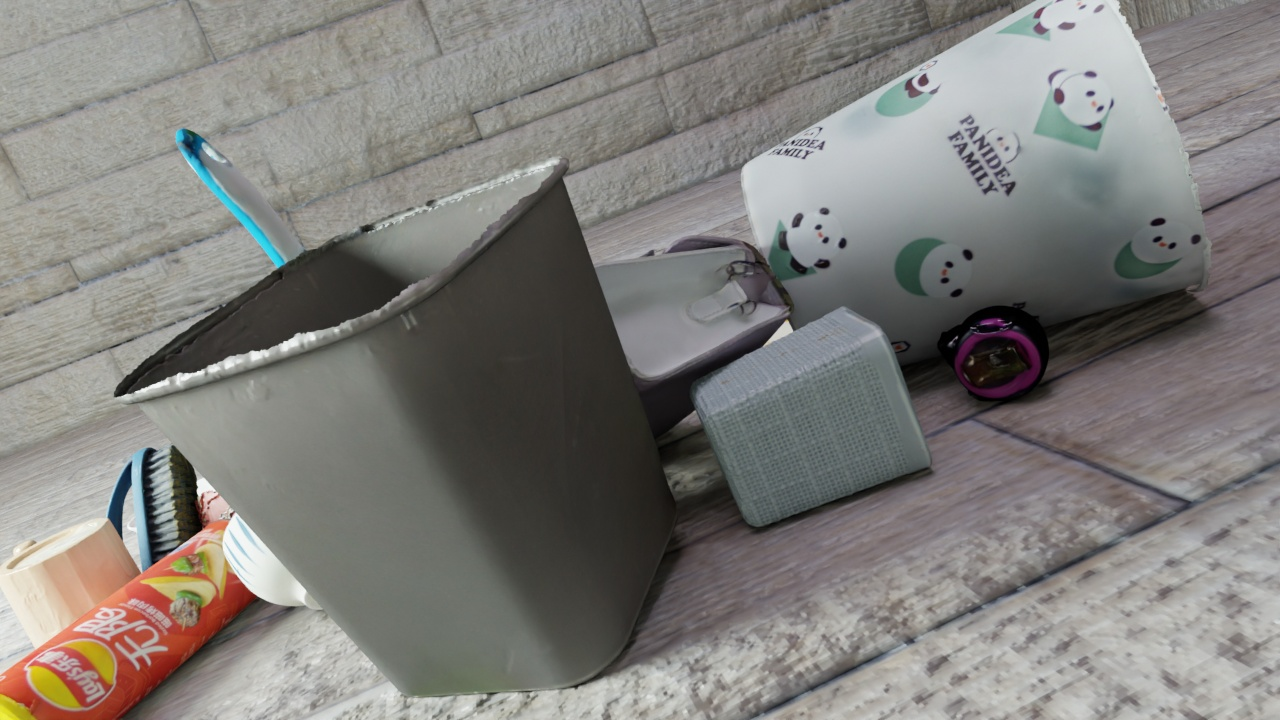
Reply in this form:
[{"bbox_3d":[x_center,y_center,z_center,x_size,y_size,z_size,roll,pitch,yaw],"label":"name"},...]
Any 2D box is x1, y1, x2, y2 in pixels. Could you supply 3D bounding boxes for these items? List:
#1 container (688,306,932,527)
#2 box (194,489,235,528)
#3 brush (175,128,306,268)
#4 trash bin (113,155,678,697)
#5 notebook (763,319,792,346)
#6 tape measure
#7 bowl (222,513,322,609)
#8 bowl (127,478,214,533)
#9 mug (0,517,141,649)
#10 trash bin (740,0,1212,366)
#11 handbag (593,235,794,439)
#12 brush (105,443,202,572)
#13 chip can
[{"bbox_3d":[0.095,0.035,0.548,0.111,0.090,0.090,-23,13,2],"label":"container"},{"bbox_3d":[-0.283,0.111,0.774,0.168,0.077,0.091,-16,-2,14],"label":"box"},{"bbox_3d":[-0.195,0.000,0.594,0.110,0.314,0.060,-39,23,16],"label":"brush"},{"bbox_3d":[-0.101,0.041,0.486,0.199,0.220,0.198,-13,25,26],"label":"trash bin"},{"bbox_3d":[0.066,-0.012,0.817,0.206,0.010,0.145,-1,19,14],"label":"notebook"},{"bbox_3d":[0.222,-0.003,0.570,0.058,0.057,0.039,-29,12,35],"label":"tape measure"},{"bbox_3d":[-0.220,0.129,0.639,0.116,0.117,0.066,-28,60,-27],"label":"bowl"},{"bbox_3d":[-0.405,0.153,0.860,0.118,0.065,0.118,-20,14,5],"label":"bowl"},{"bbox_3d":[-0.425,0.183,0.694,0.125,0.103,0.084,-7,19,42],"label":"mug"},{"bbox_3d":[0.224,-0.111,0.661,0.252,0.229,0.229,-21,13,20],"label":"trash bin"},{"bbox_3d":[-0.004,0.004,0.648,0.144,0.098,0.198,-17,-20,-33],"label":"handbag"},{"bbox_3d":[-0.404,0.142,0.763,0.073,0.143,0.055,-16,-18,-5],"label":"brush"},{"bbox_3d":[-0.341,0.189,0.622,0.073,0.073,0.216,-15,14,22],"label":"chip can"}]
